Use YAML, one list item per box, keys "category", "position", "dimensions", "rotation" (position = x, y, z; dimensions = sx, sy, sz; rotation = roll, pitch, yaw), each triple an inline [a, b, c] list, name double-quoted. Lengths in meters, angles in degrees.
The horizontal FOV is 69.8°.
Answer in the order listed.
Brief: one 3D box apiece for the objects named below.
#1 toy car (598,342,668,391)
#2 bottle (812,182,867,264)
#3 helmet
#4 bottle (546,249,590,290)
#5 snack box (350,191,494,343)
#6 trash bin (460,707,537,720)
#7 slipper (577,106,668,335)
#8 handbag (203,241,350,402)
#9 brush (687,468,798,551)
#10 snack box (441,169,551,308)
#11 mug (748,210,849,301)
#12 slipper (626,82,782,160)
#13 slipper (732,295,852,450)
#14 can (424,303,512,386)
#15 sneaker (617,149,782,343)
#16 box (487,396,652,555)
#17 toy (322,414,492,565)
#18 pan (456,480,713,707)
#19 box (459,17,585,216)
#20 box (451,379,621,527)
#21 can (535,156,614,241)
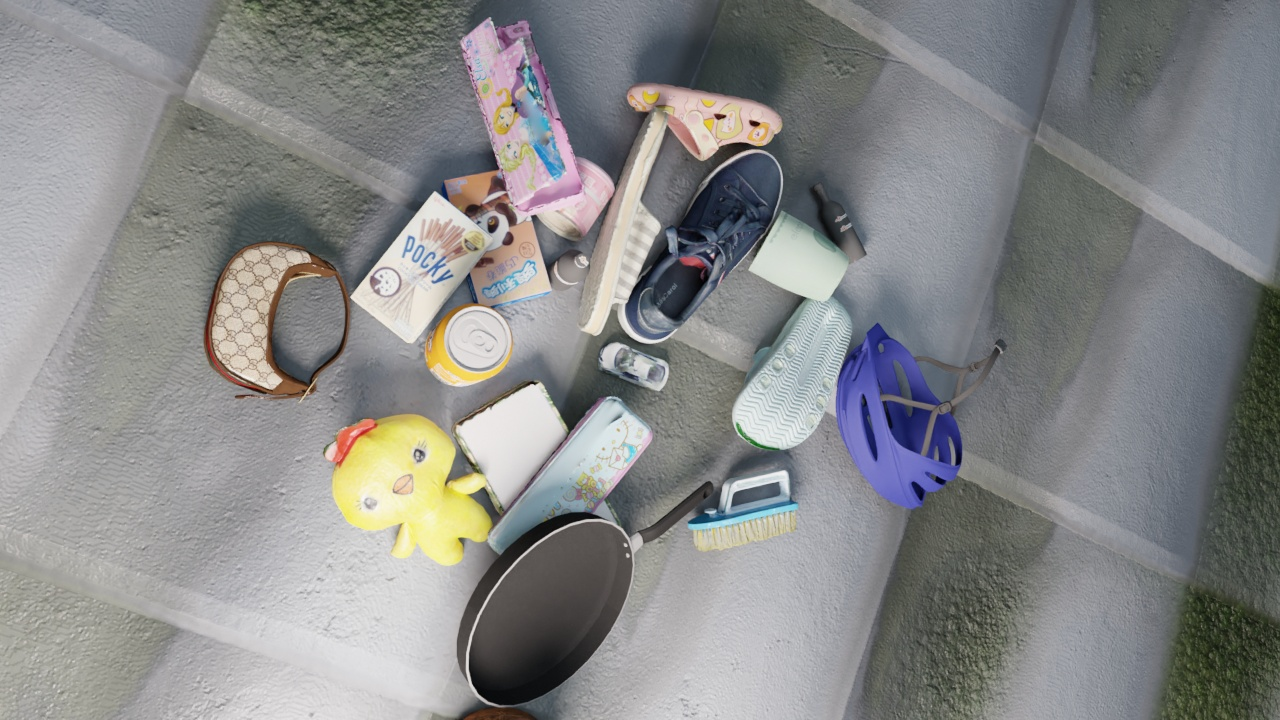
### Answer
- category: "toy car"
  position: [-0.007, 0.006, 1.097]
  dimensions: [0.089, 0.027, 0.038]
  rotation: [21, 81, -16]
- category: "bottle"
  position: [0.257, -0.181, 1.200]
  dimensions: [0.030, 0.030, 0.113]
  rotation: [-31, 96, -19]
- category: "helmet"
  position: [0.350, 0.062, 1.113]
  dimensions: [0.147, 0.228, 0.241]
  rotation: [-34, 101, -49]
- category: "bottle"
  position: [-0.080, -0.104, 1.037]
  dimensions: [0.036, 0.110, 0.036]
  rotation: [2, 85, -19]
- category: "snack box"
  position: [-0.238, -0.101, 1.006]
  dimensions: [0.082, 0.026, 0.150]
  rotation: [38, 89, -4]
- category: "trash bin"
  position: [-0.130, 0.452, 0.922]
  dimensions: [0.151, 0.210, 0.151]
  rotation: [1, 86, -19]
- category: "slipper"
  position: [-0.013, -0.158, 1.059]
  dimensions: [0.054, 0.114, 0.272]
  rotation: [17, 85, -19]
- category: "handbag"
  position: [-0.377, -0.037, 0.961]
  dimensions: [0.138, 0.063, 0.166]
  rotation: [13, 81, -27]
- category: "brush"
  position: [0.120, 0.180, 1.109]
  dimensions: [0.135, 0.055, 0.075]
  rotation: [-10, 93, -19]
- category: "snack box"
  position: [-0.165, -0.139, 1.051]
  dimensions: [0.087, 0.034, 0.151]
  rotation: [-16, 90, -18]
- category: "mug"
  position: [0.203, -0.132, 1.147]
  dimensions: [0.104, 0.084, 0.111]
  rotation: [29, 34, 2]
- category: "slipper"
  position: [0.074, -0.288, 1.126]
  dimensions: [0.197, 0.093, 0.081]
  rotation: [8, 103, -16]
- category: "slipper"
  position: [0.188, 0.015, 1.142]
  dimensions: [0.104, 0.074, 0.244]
  rotation: [42, 58, -12]
- category: "can"
  position: [-0.184, -0.015, 0.977]
  dimensions: [0.079, 0.143, 0.079]
  rotation: [2, 85, -19]
- category: "sneaker"
  position: [0.088, -0.149, 1.092]
  dimensions: [0.120, 0.127, 0.294]
  rotation: [41, 72, -13]
- category: "box"
  position: [-0.075, 0.136, 1.007]
  dimensions: [0.076, 0.036, 0.214]
  rotation: [43, 76, -11]
- category: "toy"
  position: [-0.244, 0.136, 0.977]
  dimensions: [0.133, 0.092, 0.207]
  rotation: [-42, 108, -7]
- category: "pan"
  position: [-0.050, 0.231, 1.009]
  dimensions: [0.355, 0.034, 0.226]
  rotation: [-34, 135, -29]
- category: "box"
  position: [-0.133, -0.280, 1.018]
  dimensions: [0.084, 0.077, 0.230]
  rotation: [-17, 76, -6]
- category: "box"
  position: [-0.118, 0.133, 1.038]
  dimensions: [0.117, 0.050, 0.205]
  rotation: [-32, 96, -16]
- category: "can"
  position: [-0.076, -0.188, 1.068]
  dimensions: [0.067, 0.067, 0.076]
  rotation: [35, 76, -13]
